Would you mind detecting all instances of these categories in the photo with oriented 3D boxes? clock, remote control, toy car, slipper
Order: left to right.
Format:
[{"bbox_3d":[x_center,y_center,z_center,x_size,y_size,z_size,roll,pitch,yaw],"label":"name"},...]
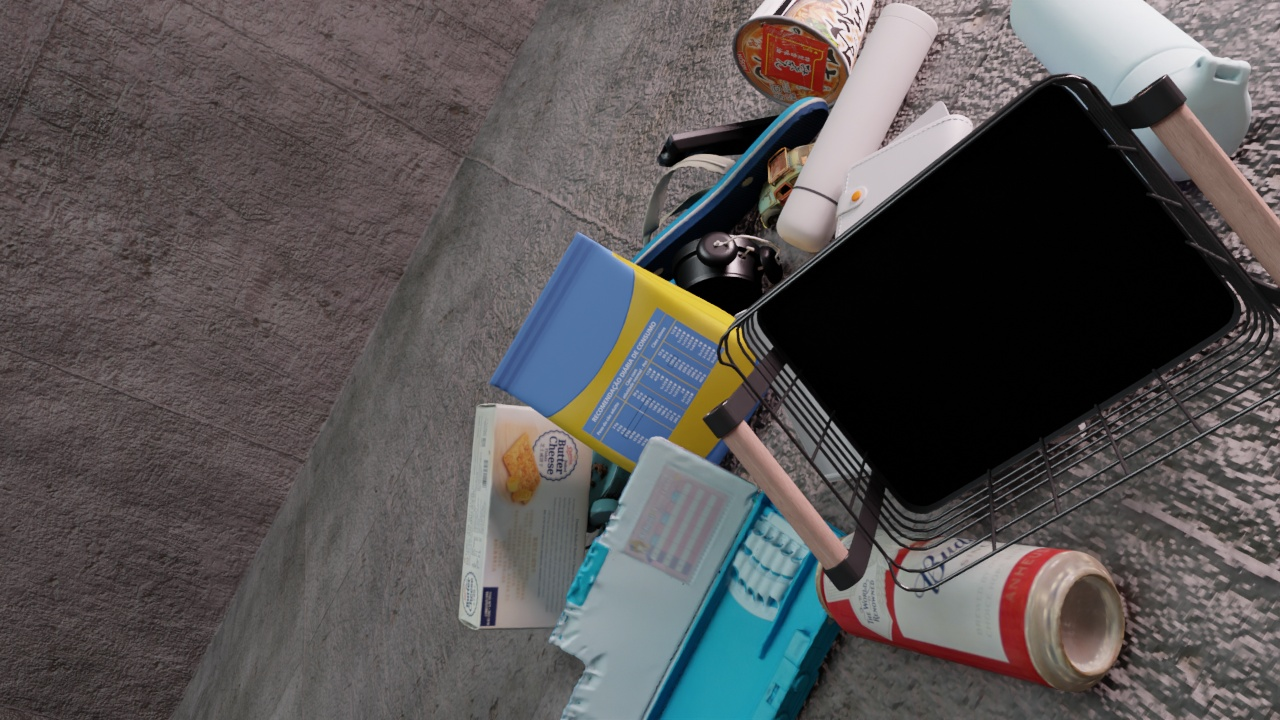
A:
[{"bbox_3d":[-0.034,0.132,0.927,0.090,0.053,0.124,-19,49,58],"label":"clock"},{"bbox_3d":[0.071,-0.171,0.949,0.296,0.118,0.060,-43,70,26],"label":"slipper"},{"bbox_3d":[0.081,-0.082,0.868,0.121,0.091,0.042,-43,41,50],"label":"clock"},{"bbox_3d":[0.092,-0.223,0.938,0.022,0.150,0.047,69,158,15],"label":"remote control"},{"bbox_3d":[0.144,-0.176,0.885,0.112,0.047,0.047,-39,38,43],"label":"toy car"}]

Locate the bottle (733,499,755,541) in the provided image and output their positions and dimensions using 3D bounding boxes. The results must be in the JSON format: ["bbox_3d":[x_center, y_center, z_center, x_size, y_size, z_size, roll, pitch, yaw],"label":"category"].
[{"bbox_3d":[0.056,0.111,0.698,0.043,0.111,0.043,-51,21,28],"label":"bottle"}]

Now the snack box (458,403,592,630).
[{"bbox_3d":[-0.108,0.149,0.882,0.058,0.104,0.207,-7,77,61],"label":"snack box"}]

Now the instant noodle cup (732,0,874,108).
[{"bbox_3d":[0.173,-0.339,0.919,0.124,0.123,0.121,-7,50,61],"label":"instant noodle cup"}]

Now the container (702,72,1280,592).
[{"bbox_3d":[0.168,-0.013,0.454,0.242,0.163,0.130,-39,-1,24],"label":"container"}]

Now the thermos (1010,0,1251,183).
[{"bbox_3d":[0.298,-0.186,0.572,0.206,0.065,0.078,-95,16,-48],"label":"thermos"}]

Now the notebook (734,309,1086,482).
[{"bbox_3d":[0.161,0.004,0.596,0.009,0.142,0.210,-31,4,-35],"label":"notebook"}]

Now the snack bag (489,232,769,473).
[{"bbox_3d":[-0.005,0.005,0.802,0.159,0.205,0.102,-58,14,11],"label":"snack bag"}]

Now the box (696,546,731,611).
[{"bbox_3d":[0.010,0.212,0.792,0.210,0.034,0.127,-49,17,29],"label":"box"}]

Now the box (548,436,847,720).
[{"bbox_3d":[0.038,0.191,0.651,0.182,0.071,0.227,29,94,23],"label":"box"}]

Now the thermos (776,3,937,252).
[{"bbox_3d":[0.189,-0.203,0.815,0.224,0.052,0.052,-63,24,1],"label":"thermos"}]

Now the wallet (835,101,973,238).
[{"bbox_3d":[0.211,-0.148,0.738,0.119,0.037,0.115,-22,47,51],"label":"wallet"}]

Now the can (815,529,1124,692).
[{"bbox_3d":[0.172,0.131,0.506,0.170,0.067,0.067,-10,57,61],"label":"can"}]

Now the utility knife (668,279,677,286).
[{"bbox_3d":[0.020,-0.051,1.048,0.031,0.015,0.174,-8,58,56],"label":"utility knife"}]
